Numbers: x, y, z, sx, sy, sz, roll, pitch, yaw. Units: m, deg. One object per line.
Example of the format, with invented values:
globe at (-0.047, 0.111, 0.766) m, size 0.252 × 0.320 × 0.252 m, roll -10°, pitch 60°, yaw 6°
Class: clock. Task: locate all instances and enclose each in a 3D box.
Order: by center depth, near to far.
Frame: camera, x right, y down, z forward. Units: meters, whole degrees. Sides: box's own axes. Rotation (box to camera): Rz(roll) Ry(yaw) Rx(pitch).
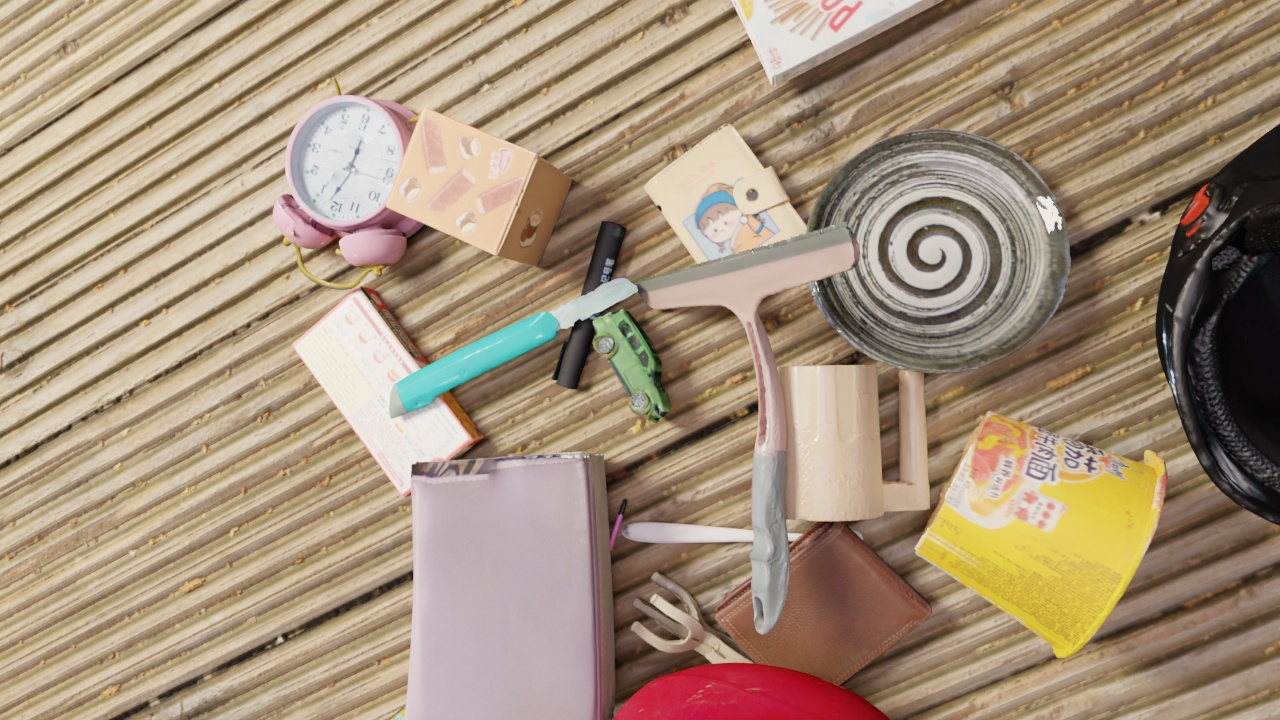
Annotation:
clock at (-0.225, -0.133, 0.723) m, size 0.117 × 0.059 × 0.158 m, roll 20°, pitch 96°, yaw 11°

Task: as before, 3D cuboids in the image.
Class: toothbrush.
toothbrush at (0.074, 0.132, 0.686) m, size 0.180 × 0.016 × 0.016 m, roll 0°, pitch 89°, yaw 11°
toothbrush at (-0.038, 0.198, 0.711) m, size 0.018 × 0.014 × 0.189 m, roll 18°, pitch 93°, yaw 1°

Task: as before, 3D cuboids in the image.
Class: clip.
clip at (0.035, 0.201, 0.670) m, size 0.103 × 0.092 × 0.035 m, roll 39°, pitch 97°, yaw 20°

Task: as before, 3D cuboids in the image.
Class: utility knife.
utility knife at (-0.100, -0.011, 0.701) m, size 0.217 × 0.013 × 0.029 m, roll -25°, pitch 82°, yaw 7°

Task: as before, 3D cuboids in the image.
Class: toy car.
toy car at (-0.004, 0.004, 0.688) m, size 0.036 × 0.043 × 0.091 m, roll -28°, pitch 85°, yaw 9°

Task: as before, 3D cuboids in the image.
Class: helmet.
helmet at (0.418, -0.034, 0.512) m, size 0.233 × 0.229 × 0.275 m, roll 46°, pitch 106°, yaw 1°
helmet at (0.076, 0.275, 0.608) m, size 0.240 × 0.207 × 0.143 m, roll -17°, pitch 47°, yaw 9°

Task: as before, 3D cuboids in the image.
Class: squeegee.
squeegee at (0.079, 0.054, 0.605) m, size 0.040 × 0.248 × 0.249 m, roll -6°, pitch 90°, yaw -28°

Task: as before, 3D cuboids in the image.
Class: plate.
plate at (0.205, -0.076, 0.646) m, size 0.179 × 0.024 × 0.179 m, roll -2°, pitch 78°, yaw 7°

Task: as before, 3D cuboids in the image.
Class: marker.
marker at (-0.040, -0.043, 0.707) m, size 0.022 × 0.020 × 0.132 m, roll 19°, pitch 95°, yaw 26°

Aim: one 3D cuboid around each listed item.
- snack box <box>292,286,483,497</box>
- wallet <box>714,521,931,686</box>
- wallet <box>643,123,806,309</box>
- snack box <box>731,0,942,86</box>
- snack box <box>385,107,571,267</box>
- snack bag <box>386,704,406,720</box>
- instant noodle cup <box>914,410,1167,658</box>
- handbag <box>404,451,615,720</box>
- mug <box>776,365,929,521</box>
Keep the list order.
snack box at (-0.203, 0.025, 0.736) m, size 0.077 × 0.027 × 0.156 m, roll -39°, pitch 83°, yaw 9°
wallet at (0.129, 0.182, 0.661) m, size 0.125 × 0.032 × 0.101 m, roll -43°, pitch 94°, yaw 15°
wallet at (0.069, -0.109, 0.685) m, size 0.087 × 0.024 × 0.115 m, roll -36°, pitch 82°, yaw 14°
snack box at (0.147, -0.270, 0.652) m, size 0.157 × 0.027 × 0.084 m, roll -26°, pitch 86°, yaw 7°
snack box at (-0.118, -0.125, 0.684) m, size 0.094 × 0.092 × 0.077 m, roll 24°, pitch 95°, yaw 10°
snack bag at (-0.112, 0.335, 0.714) m, size 0.110 × 0.039 × 0.191 m, roll -38°, pitch 85°, yaw 4°
instant noodle cup at (0.253, 0.104, 0.598) m, size 0.110 × 0.138 × 0.138 m, roll 28°, pitch 95°, yaw 19°
handbag at (-0.095, 0.169, 0.670) m, size 0.145 × 0.098 × 0.197 m, roll -3°, pitch 82°, yaw 4°
mug at (0.146, 0.056, 0.647) m, size 0.124 × 0.084 × 0.103 m, roll -1°, pitch 89°, yaw -13°
